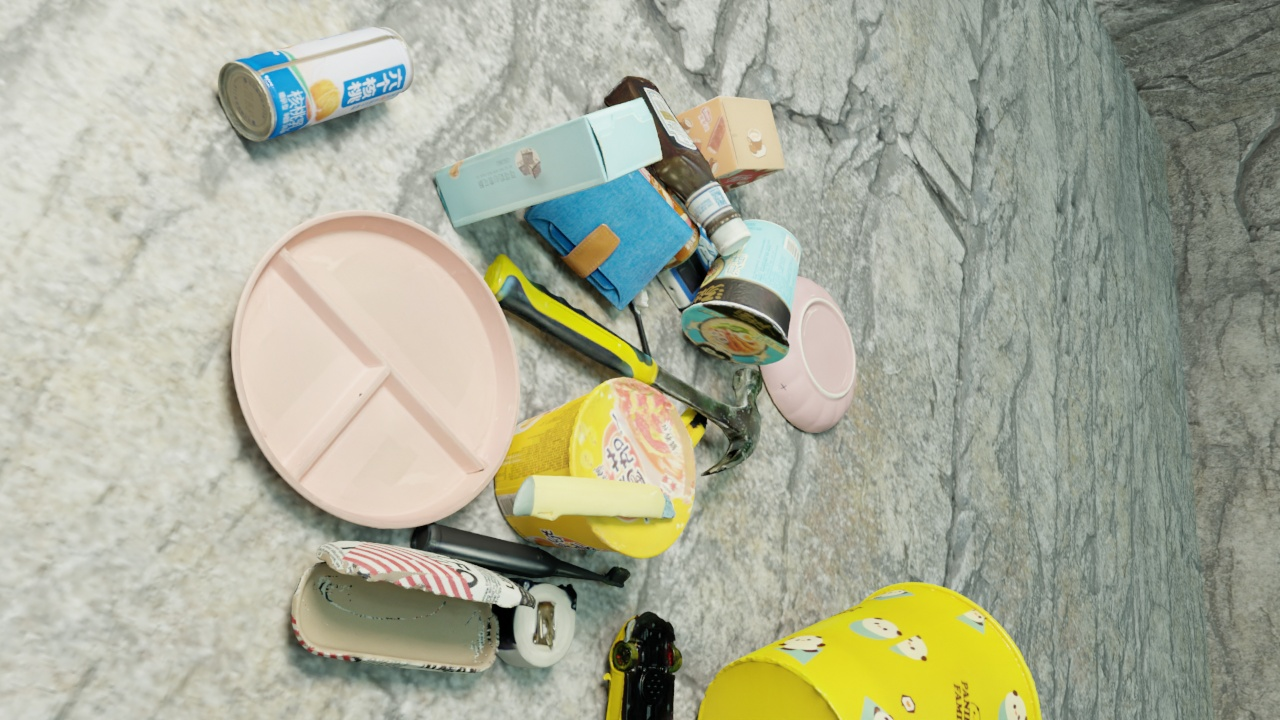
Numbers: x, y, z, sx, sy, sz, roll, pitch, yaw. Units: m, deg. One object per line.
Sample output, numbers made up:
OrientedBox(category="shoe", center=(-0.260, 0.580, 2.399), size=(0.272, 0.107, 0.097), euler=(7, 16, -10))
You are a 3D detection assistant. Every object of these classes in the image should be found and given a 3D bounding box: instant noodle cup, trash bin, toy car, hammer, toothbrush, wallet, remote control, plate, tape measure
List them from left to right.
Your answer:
OrientedBox(category="plate", center=(-0.183, 0.006, 0.659), size=(0.229, 0.028, 0.229), euler=(17, 67, -43))
OrientedBox(category="toothbrush", center=(-0.084, 0.158, 0.724), size=(0.212, 0.026, 0.027), euler=(24, 107, -42))
OrientedBox(category="tape measure", center=(-0.082, 0.204, 0.709), size=(0.065, 0.034, 0.066), euler=(19, 65, -42))
OrientedBox(category="instant noodle cup", center=(-0.040, 0.091, 0.730), size=(0.138, 0.110, 0.138), euler=(16, 67, -44))
OrientedBox(category="wallet", center=(-0.028, -0.123, 0.826), size=(0.106, 0.040, 0.133), euler=(-45, 119, 1))
OrientedBox(category="hammer", center=(-0.005, 0.005, 0.829), size=(0.323, 0.032, 0.126), euler=(30, 53, -32))
OrientedBox(category="toy car", center=(0.000, 0.290, 0.768), size=(0.071, 0.041, 0.155), euler=(20, 67, -44))
OrientedBox(category="toothbrush", center=(0.015, 0.015, 0.886), size=(0.015, 0.018, 0.181), euler=(-14, 91, -57))
OrientedBox(category="remote control", center=(0.062, -0.110, 0.965), size=(0.049, 0.024, 0.124), euler=(55, 49, -22))
OrientedBox(category="instant noodle cup", center=(0.110, -0.074, 0.930), size=(0.111, 0.111, 0.120), euler=(39, 58, -34))
OrientedBox(category="plate", center=(0.207, -0.012, 1.086), size=(0.192, 0.039, 0.192), euler=(16, 67, -44))
OrientedBox(category="trash bin", center=(0.205, 0.342, 0.857), size=(0.254, 0.230, 0.229), euler=(0, 79, -42))

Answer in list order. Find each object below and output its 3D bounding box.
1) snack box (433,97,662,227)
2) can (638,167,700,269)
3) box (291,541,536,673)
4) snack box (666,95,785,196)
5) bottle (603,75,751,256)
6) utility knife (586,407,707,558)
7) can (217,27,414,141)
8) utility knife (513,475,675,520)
OrientedBox(category="snack box", center=(-0.075, -0.152, 0.713), size=(0.074, 0.175, 0.051), euler=(-34, 111, -48))
OrientedBox(category="can", center=(-0.006, -0.152, 0.877), size=(0.147, 0.058, 0.057), euler=(42, 51, -32))
OrientedBox(category="box", center=(-0.153, 0.172, 0.620), size=(0.162, 0.076, 0.088), euler=(23, 85, -43))
OrientedBox(category="snack box", center=(0.083, -0.224, 0.968), size=(0.092, 0.095, 0.077), euler=(-14, 90, -49))
OrientedBox(category="bottle", center=(0.040, -0.189, 0.896), size=(0.195, 0.044, 0.079), euler=(57, 27, 11))
OrientedBox(category="utility knife", center=(0.009, 0.106, 0.840), size=(0.208, 0.015, 0.033), euler=(-46, 112, -41))
OrientedBox(category="can", center=(-0.225, -0.199, 0.650), size=(0.134, 0.053, 0.053), euler=(-40, 109, -46))
OrientedBox(category="utility knife", center=(-0.026, 0.099, 0.646), size=(0.167, 0.018, 0.031), euler=(12, 75, -43))
